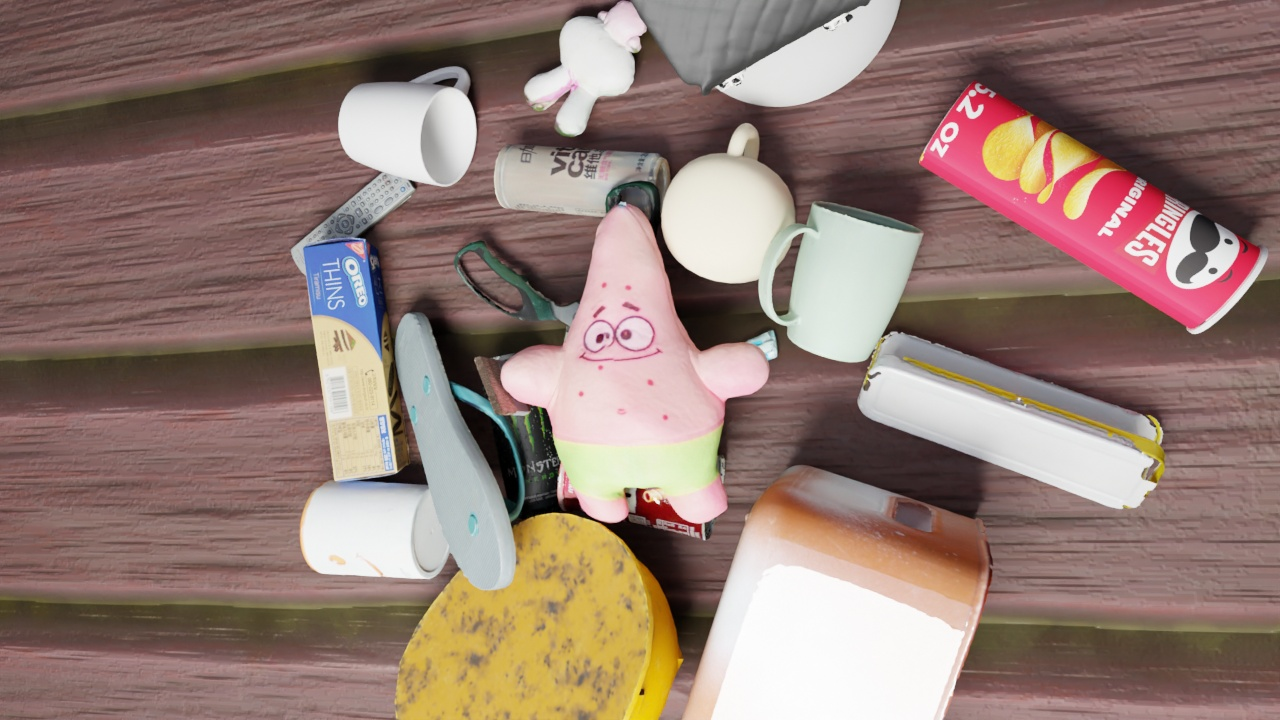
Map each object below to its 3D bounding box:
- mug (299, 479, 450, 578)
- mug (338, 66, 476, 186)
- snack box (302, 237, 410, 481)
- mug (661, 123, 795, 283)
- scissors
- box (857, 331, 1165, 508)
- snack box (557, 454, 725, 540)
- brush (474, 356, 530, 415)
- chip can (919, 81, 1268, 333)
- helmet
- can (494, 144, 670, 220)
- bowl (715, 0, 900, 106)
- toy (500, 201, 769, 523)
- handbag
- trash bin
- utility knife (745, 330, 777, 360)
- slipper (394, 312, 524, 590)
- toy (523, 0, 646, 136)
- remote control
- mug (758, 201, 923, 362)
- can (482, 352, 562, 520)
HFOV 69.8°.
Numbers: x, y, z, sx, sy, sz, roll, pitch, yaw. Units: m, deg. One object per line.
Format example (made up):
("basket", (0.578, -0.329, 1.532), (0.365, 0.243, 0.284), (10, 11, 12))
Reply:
("mug", (-0.228, 0.147, 0.802), (0.105, 0.082, 0.082), (0, 93, 15))
("mug", (-0.192, -0.208, 0.781), (0.088, 0.081, 0.114), (14, 66, 21))
("snack box", (-0.247, -0.001, 0.805), (0.057, 0.056, 0.206), (-7, 91, -5))
("mug", (0.067, -0.119, 0.691), (0.096, 0.099, 0.120), (15, 97, 15))
("scissors", (-0.061, -0.077, 0.746), (0.202, 0.015, 0.204), (35, 122, 14))
("box", (0.266, 0.044, 0.671), (0.210, 0.069, 0.067), (20, 118, 15))
("snack box", (0.002, 0.098, 0.737), (0.121, 0.072, 0.072), (10, 96, 15))
("brush", (-0.085, 0.024, 0.721), (0.008, 0.143, 0.045), (-26, 77, 15))
("chip can", (0.307, -0.109, 0.638), (0.220, 0.069, 0.069), (36, 102, 12))
("helmet", (-0.059, 0.245, 0.731), (0.256, 0.131, 0.205), (-38, 52, 20))
("can", (-0.047, -0.145, 0.746), (0.136, 0.054, 0.054), (8, 95, 16))
("bowl", (0.105, -0.286, 0.688), (0.177, 0.066, 0.176), (1, 93, 16))
("toy", (-0.004, 0.004, 0.664), (0.192, 0.096, 0.236), (-4, 91, 8))
("handbag", (0.072, -0.267, 0.632), (0.154, 0.114, 0.125), (-27, 109, 13))
("trash bin", (0.129, 0.216, 0.653), (0.157, 0.181, 0.260), (20, 99, 16))
("utility knife", (0.030, 0.017, 0.753), (0.177, 0.015, 0.022), (-22, 87, 15))
("slipper", (-0.146, 0.073, 0.757), (0.268, 0.054, 0.098), (59, 136, 33))
("toy", (-0.040, -0.241, 0.748), (0.123, 0.038, 0.079), (-45, 69, 14))
("remote control", (-0.261, -0.126, 0.831), (0.137, 0.013, 0.033), (-35, 84, 15))
("mug", (0.139, -0.059, 0.674), (0.111, 0.084, 0.104), (7, 109, -24))
("can", (-0.097, 0.063, 0.773), (0.054, 0.054, 0.137), (-12, 90, 16))
